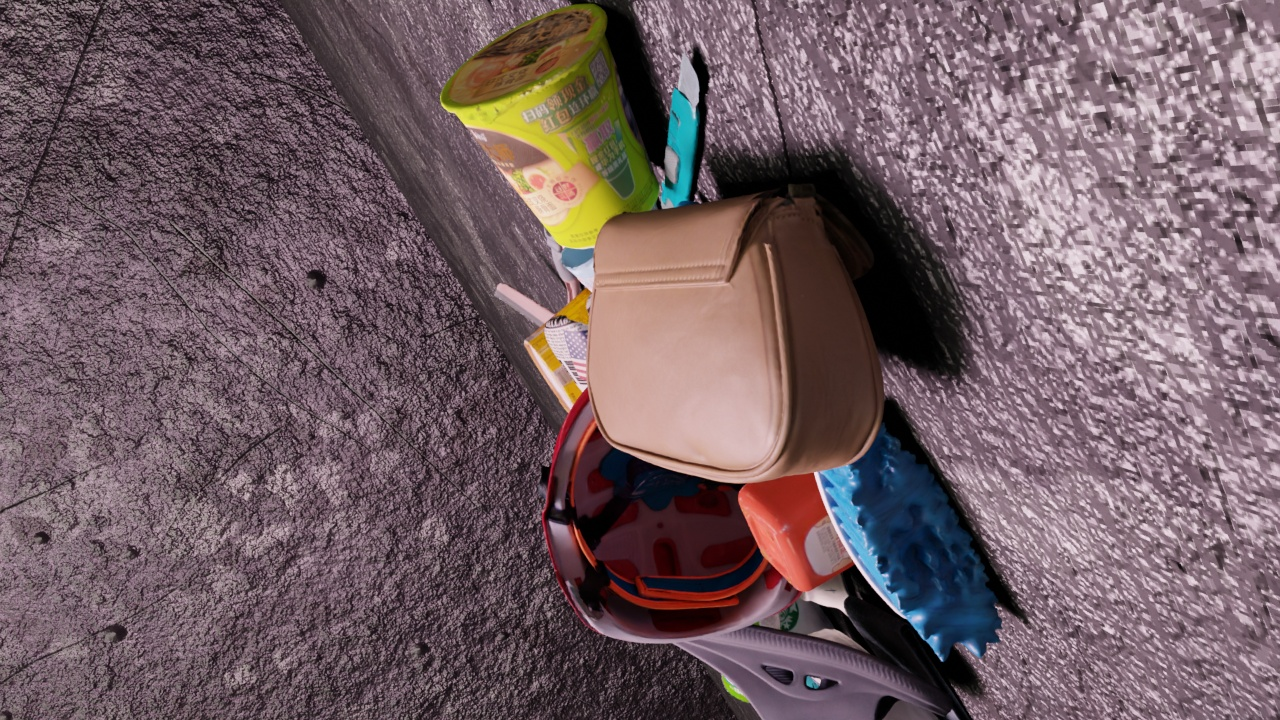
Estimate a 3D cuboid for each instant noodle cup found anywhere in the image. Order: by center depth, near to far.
[{"bbox_3d":[-0.046,-0.140,0.583,0.111,0.111,0.123,42,167,52],"label":"instant noodle cup"},{"bbox_3d":[-0.049,-0.005,0.969,0.138,0.109,0.138,53,170,13],"label":"instant noodle cup"}]

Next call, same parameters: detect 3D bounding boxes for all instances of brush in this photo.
[{"bbox_3d":[0.112,0.035,0.561,0.314,0.060,0.109,60,172,-7],"label":"brush"}]

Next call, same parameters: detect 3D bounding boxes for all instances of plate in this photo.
[{"bbox_3d":[0.227,0.328,0.851,0.205,0.045,0.205,45,171,9],"label":"plate"},{"bbox_3d":[0.139,0.176,0.883,0.163,0.034,0.164,42,162,53],"label":"plate"}]

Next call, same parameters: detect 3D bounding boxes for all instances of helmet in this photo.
[{"bbox_3d":[0.020,0.096,0.742,0.144,0.207,0.240,-133,36,-75],"label":"helmet"}]

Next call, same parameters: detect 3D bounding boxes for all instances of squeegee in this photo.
[{"bbox_3d":[-0.087,-0.093,1.069,0.248,0.040,0.250,35,157,19],"label":"squeegee"}]

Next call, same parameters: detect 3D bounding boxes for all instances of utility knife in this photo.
[{"bbox_3d":[0.023,-0.127,0.559,0.029,0.013,0.183,54,169,14],"label":"utility knife"}]

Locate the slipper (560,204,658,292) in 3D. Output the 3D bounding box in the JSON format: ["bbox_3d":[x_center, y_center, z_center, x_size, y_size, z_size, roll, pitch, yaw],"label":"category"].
[{"bbox_3d":[-0.028,-0.099,0.705,0.245,0.074,0.104,62,167,-23],"label":"slipper"}]

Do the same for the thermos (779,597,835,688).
[{"bbox_3d":[0.148,0.258,0.988,0.224,0.073,0.073,55,169,4],"label":"thermos"}]

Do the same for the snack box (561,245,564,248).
[{"bbox_3d":[-0.040,-0.099,0.874,0.077,0.027,0.156,62,167,-27],"label":"snack box"}]

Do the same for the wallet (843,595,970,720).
[{"bbox_3d":[0.229,0.260,0.784,0.121,0.019,0.097,55,169,-8],"label":"wallet"}]

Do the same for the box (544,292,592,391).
[{"bbox_3d":[-0.015,0.009,0.817,0.162,0.087,0.075,52,-145,-25],"label":"box"}]

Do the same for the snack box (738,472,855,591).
[{"bbox_3d":[0.121,0.109,0.646,0.082,0.080,0.091,40,160,53],"label":"snack box"}]

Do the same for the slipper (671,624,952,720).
[{"bbox_3d":[0.116,0.264,0.755,0.269,0.083,0.110,8,164,30],"label":"slipper"}]

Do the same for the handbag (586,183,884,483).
[{"bbox_3d":[0.045,-0.013,0.496,0.205,0.099,0.148,7,103,59],"label":"handbag"}]

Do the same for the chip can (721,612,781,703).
[{"bbox_3d":[0.102,0.246,0.890,0.072,0.072,0.236,46,157,44],"label":"chip can"}]
